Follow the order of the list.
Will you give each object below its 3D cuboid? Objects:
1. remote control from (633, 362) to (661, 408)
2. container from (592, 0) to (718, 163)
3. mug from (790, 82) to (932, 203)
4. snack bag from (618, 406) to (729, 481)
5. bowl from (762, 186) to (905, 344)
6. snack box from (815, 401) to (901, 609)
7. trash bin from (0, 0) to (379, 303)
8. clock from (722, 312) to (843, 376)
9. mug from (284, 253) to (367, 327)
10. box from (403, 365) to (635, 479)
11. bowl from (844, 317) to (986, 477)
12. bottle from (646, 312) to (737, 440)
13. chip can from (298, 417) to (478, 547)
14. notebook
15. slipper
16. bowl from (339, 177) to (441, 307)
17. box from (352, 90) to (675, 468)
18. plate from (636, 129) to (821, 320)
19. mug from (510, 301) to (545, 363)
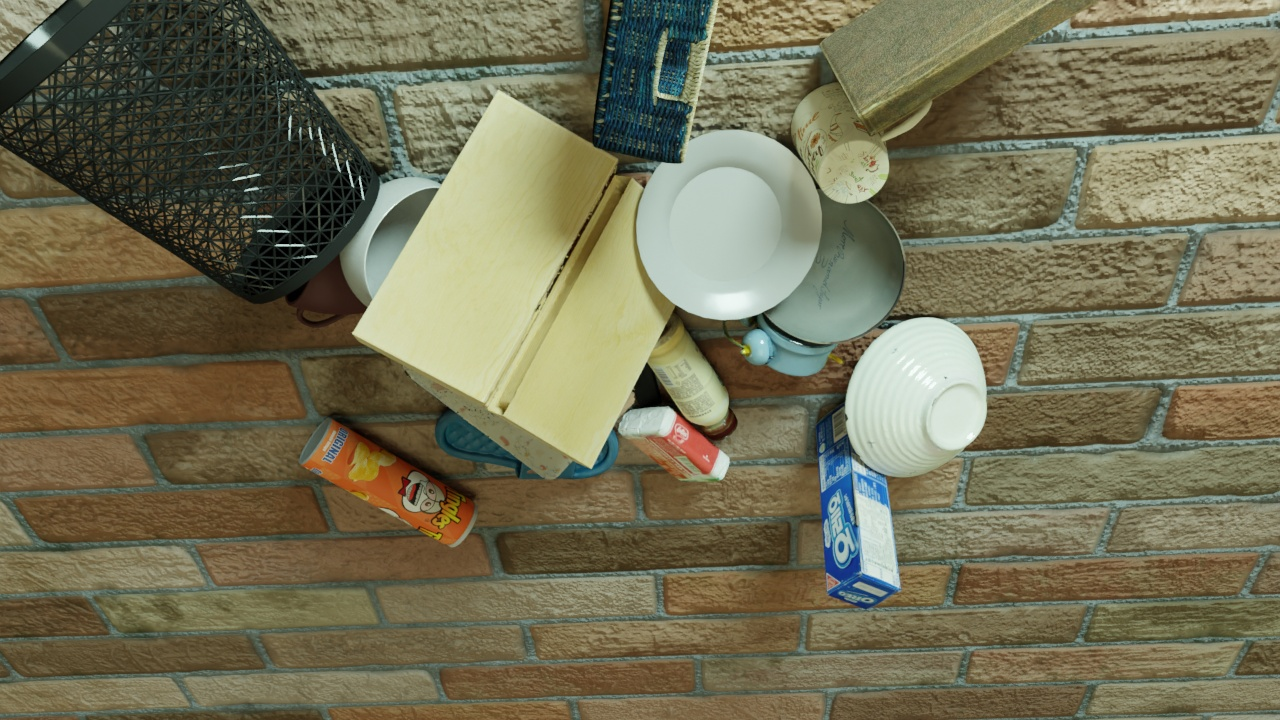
[{"bbox_3d":[-0.006,0.006,1.013,0.039,0.010,0.125,-14,128,11],"label":"remote control"},{"bbox_3d":[0.013,-0.255,0.693,0.071,0.187,0.146,10,128,-3],"label":"container"},{"bbox_3d":[0.195,-0.195,0.795,0.122,0.097,0.081,-27,124,20],"label":"mug"},{"bbox_3d":[0.039,0.097,1.050,0.116,0.036,0.077,41,150,-29],"label":"snack bag"},{"bbox_3d":[0.181,-0.094,0.887,0.151,0.056,0.151,5,104,19],"label":"bowl"},{"bbox_3d":[0.231,0.150,0.988,0.059,0.225,0.059,26,133,-20],"label":"snack box"},{"bbox_3d":[-0.359,-0.186,0.750,0.217,0.216,0.243,-25,131,19],"label":"trash bin"},{"bbox_3d":[0.145,-0.030,0.935,0.124,0.088,0.052,7,135,-8],"label":"clock"},{"bbox_3d":[-0.298,-0.073,0.911,0.088,0.087,0.114,19,123,-36],"label":"mug"},{"bbox_3d":[-0.126,0.019,0.979,0.149,0.042,0.216,-42,114,16],"label":"box"},{"bbox_3d":[0.306,0.048,0.954,0.177,0.071,0.177,-5,104,-20],"label":"bowl"},{"bbox_3d":[0.054,0.021,0.996,0.057,0.056,0.162,-24,125,18],"label":"bottle"},{"bbox_3d":[-0.297,0.148,1.096,0.210,0.062,0.062,36,120,-25],"label":"chip can"},{"bbox_3d":[0.252,-0.256,0.689,0.216,0.189,0.034,-29,125,20],"label":"notebook"},{"bbox_3d":[-0.132,0.102,1.061,0.213,0.059,0.104,7,131,-3],"label":"slipper"},{"bbox_3d":[-0.225,-0.108,0.863,0.064,0.131,0.132,26,136,31],"label":"bowl"},{"bbox_3d":[-0.084,-0.067,0.824,0.261,0.097,0.247,33,79,-29],"label":"box"},{"bbox_3d":[0.081,-0.124,0.851,0.172,0.019,0.173,-2,105,-6],"label":"plate"},{"bbox_3d":[-0.141,-0.033,0.888,0.111,0.085,0.104,-11,106,-1],"label":"mug"}]
